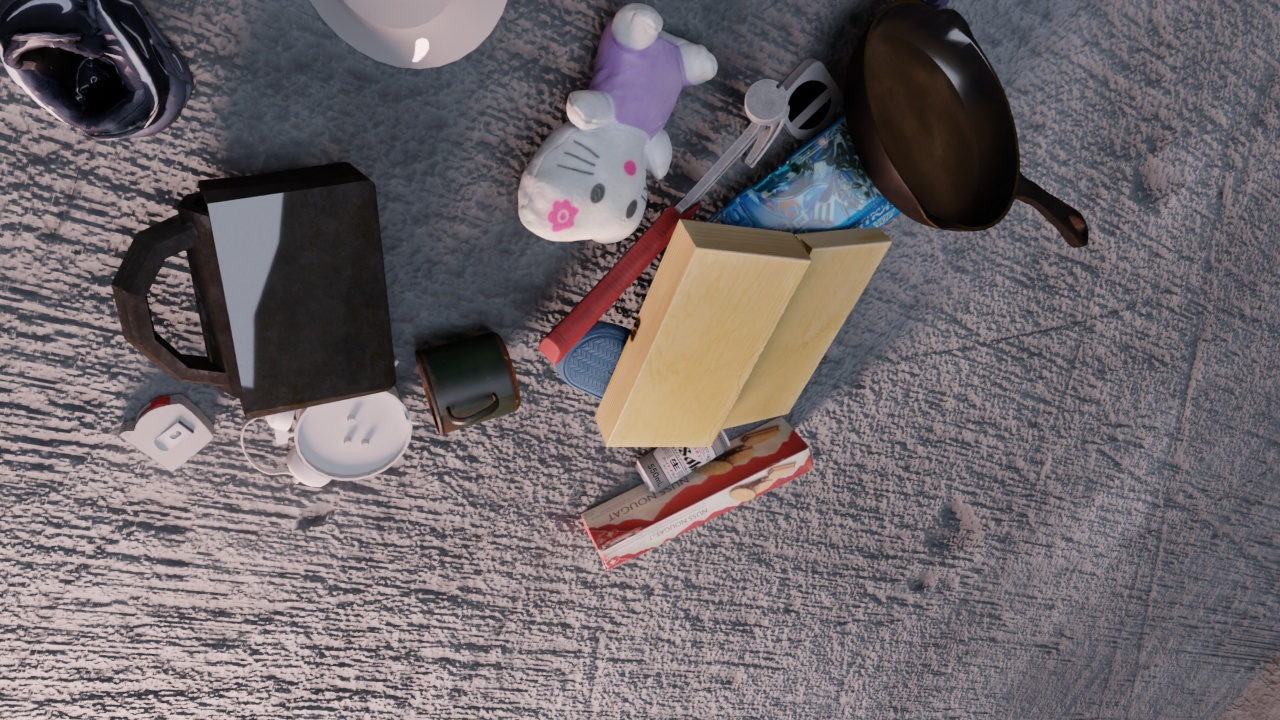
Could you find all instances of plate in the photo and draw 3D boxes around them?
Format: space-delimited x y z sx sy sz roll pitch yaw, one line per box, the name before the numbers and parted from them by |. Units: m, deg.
plate | -0.179 -0.297 0.664 0.173 0.019 0.173 5 121 8

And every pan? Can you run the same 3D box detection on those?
pan | 0.325 -0.200 0.904 0.355 0.043 0.248 27 64 -28

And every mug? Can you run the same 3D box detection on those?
mug | -0.160 0.026 0.872 0.081 0.111 0.085 -17 121 -16

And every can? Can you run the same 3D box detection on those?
can | 0.048 0.109 1.058 0.106 0.044 0.044 -30 127 -4

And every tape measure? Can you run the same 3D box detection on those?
tape measure | -0.428 0.065 0.834 0.062 0.020 0.060 -37 128 1
tape measure | 0.164 -0.253 0.897 0.065 0.016 0.064 -43 127 6

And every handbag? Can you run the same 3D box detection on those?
handbag | -0.318 -0.053 0.756 0.199 0.102 0.197 -11 117 -27

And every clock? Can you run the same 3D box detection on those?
clock | -0.293 0.064 0.868 0.159 0.061 0.120 -19 126 -14

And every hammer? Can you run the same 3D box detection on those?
hammer | 0.019 -0.118 0.850 0.036 0.126 0.316 43 94 5

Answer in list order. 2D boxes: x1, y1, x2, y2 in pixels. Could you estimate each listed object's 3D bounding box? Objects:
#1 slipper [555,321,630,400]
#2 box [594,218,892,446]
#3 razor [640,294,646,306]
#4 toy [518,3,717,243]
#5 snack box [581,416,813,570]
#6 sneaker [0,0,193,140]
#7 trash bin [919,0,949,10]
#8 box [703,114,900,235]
slipper | -0.006 0.006 0.962 0.213 0.059 0.104 15 121 -44
box | 0.104 -0.023 0.916 0.256 0.076 0.248 -9 139 -36
razor | 0.054 -0.035 0.981 0.141 0.043 0.018 27 130 -29
toy | -0.028 -0.199 0.801 0.137 0.085 0.209 13 109 -52
snack box | 0.067 0.152 1.074 0.272 0.076 0.044 -24 124 -7
sneaker | -0.383 -0.244 0.578 0.097 0.150 0.253 -24 126 -8
trash bin | 0.213 -0.381 0.792 0.160 0.093 0.092 12 120 -30
box | 0.170 -0.129 0.932 0.244 0.075 0.167 -36 131 6
